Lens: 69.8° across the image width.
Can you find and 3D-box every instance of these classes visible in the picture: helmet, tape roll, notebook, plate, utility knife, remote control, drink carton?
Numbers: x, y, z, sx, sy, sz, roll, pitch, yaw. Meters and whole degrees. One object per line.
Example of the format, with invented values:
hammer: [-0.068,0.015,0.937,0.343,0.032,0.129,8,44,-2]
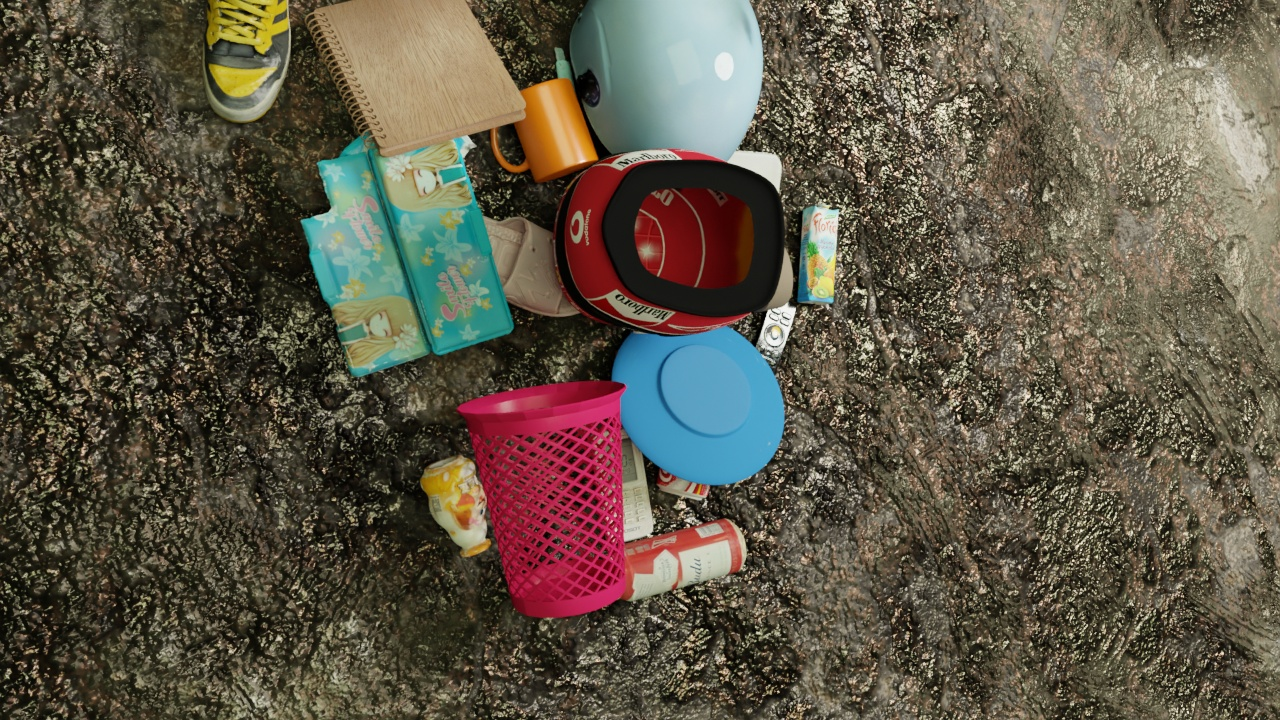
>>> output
helmet: [0.016,-0.125,0.980,0.270,0.225,0.197,1,93,-33]
tape roll: [0.151,-0.108,1.133,0.030,0.094,0.094,-13,95,-20]
notebook: [-0.240,-0.313,0.972,0.169,0.022,0.210,-22,66,-19]
plate: [0.075,0.038,1.090,0.224,0.024,0.224,10,60,-18]
utility knife: [-0.085,-0.312,1.089,0.022,0.015,0.120,-11,93,12]
remote control: [0.160,-0.009,1.177,0.041,0.020,0.151,23,81,-18]
drink carton: [0.230,-0.137,1.191,0.044,0.039,0.129,4,88,-20]
helmet: [0.039,-0.342,1.045,0.225,0.167,0.265,-10,84,-21]
remote control: [-0.023,0.149,1.106,0.060,0.025,0.138,-10,94,-20]

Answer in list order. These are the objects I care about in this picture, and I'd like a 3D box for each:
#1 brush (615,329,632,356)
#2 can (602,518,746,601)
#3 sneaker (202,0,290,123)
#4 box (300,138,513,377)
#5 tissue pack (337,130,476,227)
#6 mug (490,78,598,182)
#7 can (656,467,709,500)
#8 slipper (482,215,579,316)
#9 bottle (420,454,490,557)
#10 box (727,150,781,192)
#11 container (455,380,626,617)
brush: [-0.007,0.007,1.116,0.048,0.017,0.126,-3,91,-20]
can: [0.042,0.241,1.108,0.170,0.067,0.067,-10,93,-20]
sneaker: [-0.396,-0.368,0.917,0.086,0.122,0.238,1,89,-19]
box: [-0.250,-0.112,0.962,0.181,0.039,0.227,-19,101,-17]
tissue pack: [-0.258,-0.221,0.999,0.093,0.062,0.144,46,77,-15]
mug: [-0.117,-0.256,1.051,0.113,0.077,0.096,-19,97,9]
can: [0.061,0.112,1.116,0.064,0.064,0.104,16,85,-20]
slipper: [-0.145,-0.114,1.041,0.239,0.064,0.094,17,84,-18]
bottle: [-0.201,0.163,1.021,0.063,0.063,0.109,-22,97,-19]
box: [0.077,-0.229,1.132,0.209,0.045,0.065,0,92,-21]
container: [-0.093,0.150,1.003,0.183,0.183,0.226,-10,97,-20]
